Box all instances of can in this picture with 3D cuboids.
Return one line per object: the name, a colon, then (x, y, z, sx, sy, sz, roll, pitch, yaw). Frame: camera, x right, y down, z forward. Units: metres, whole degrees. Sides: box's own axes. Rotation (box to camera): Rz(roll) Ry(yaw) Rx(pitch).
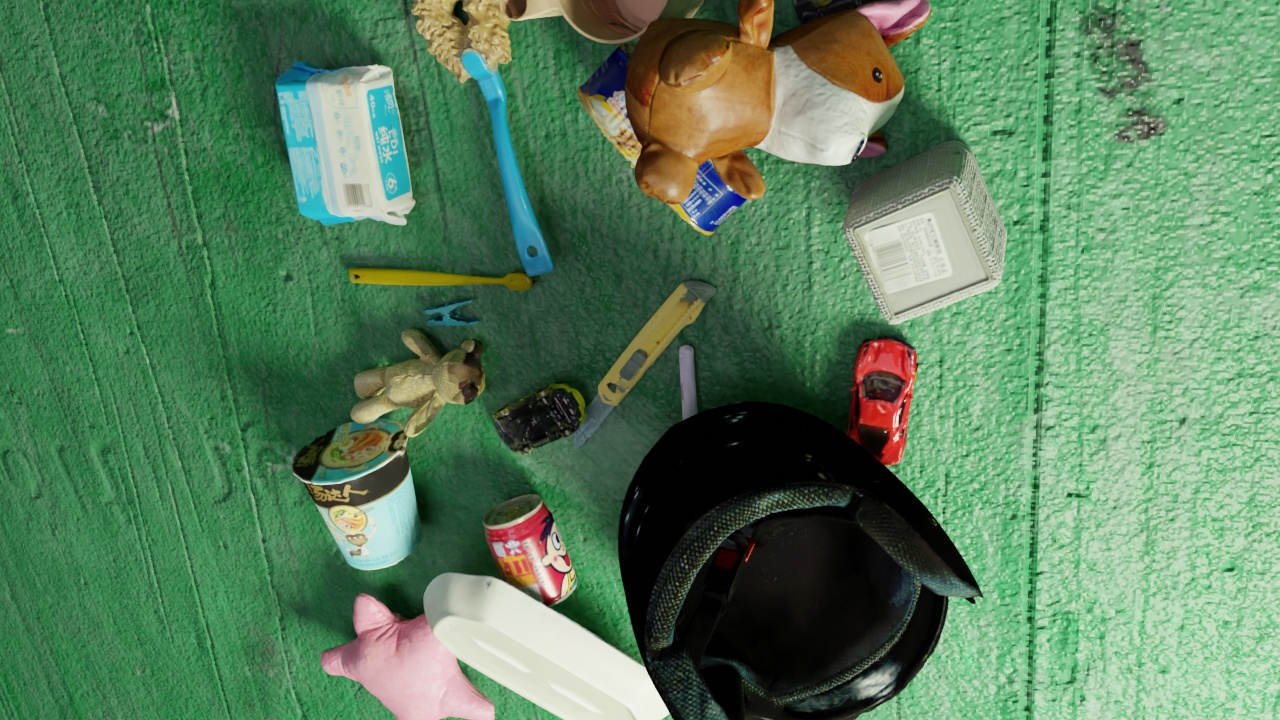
can: (0.020, -0.164, 0.682, 0.049, 0.074, 0.148, -41, 93, 25)
can: (-0.106, 0.182, 0.872, 0.067, 0.066, 0.094, -13, 106, 24)

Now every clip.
clip: (-0.173, -0.042, 0.837, 0.056, 0.014, 0.040, -6, 108, 23)

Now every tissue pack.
tissue pack: (-0.248, -0.183, 0.780, 0.090, 0.063, 0.140, 3, 113, 18)

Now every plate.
plate: (-0.094, 0.292, 0.882, 0.265, 0.034, 0.162, 34, 138, -10)

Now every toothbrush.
toothbrush: (-0.181, -0.075, 0.827, 0.190, 0.016, 0.016, 4, 113, 21)
toothbrush: (0.042, 0.076, 0.802, 0.021, 0.029, 0.189, -10, 111, -19)

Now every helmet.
helmet: (0.107, 0.162, 0.697, 0.233, 0.230, 0.275, -37, 128, 7)

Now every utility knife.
utility knife: (-0.005, 0.005, 0.796, 0.031, 0.021, 0.208, 43, 123, 7)

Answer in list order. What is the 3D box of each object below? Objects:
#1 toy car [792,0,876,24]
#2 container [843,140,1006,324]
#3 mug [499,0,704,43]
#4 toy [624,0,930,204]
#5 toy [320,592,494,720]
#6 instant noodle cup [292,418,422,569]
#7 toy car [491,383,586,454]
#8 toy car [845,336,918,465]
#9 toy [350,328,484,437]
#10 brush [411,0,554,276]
toy car: (0.150, -0.250, 0.616, 0.091, 0.042, 0.035, -9, 68, 26)
container: (0.194, -0.086, 0.625, 0.090, 0.114, 0.090, -23, 102, 26)
mug: (-0.021, -0.262, 0.640, 0.125, 0.103, 0.084, -8, 108, 23)
toy: (0.093, -0.172, 0.599, 0.130, 0.199, 0.140, 62, 151, 33)
toy: (-0.236, 0.326, 0.976, 0.194, 0.074, 0.179, 39, 115, -1)
instant noodle cup: (-0.265, 0.136, 0.897, 0.111, 0.111, 0.120, 0, 118, 20)
toy car: (-0.091, 0.051, 0.835, 0.105, 0.032, 0.048, -25, 101, 38)
toy car: (0.189, 0.033, 0.723, 0.049, 0.031, 0.106, 9, 112, 16)
toy: (-0.211, 0.025, 0.857, 0.158, 0.066, 0.105, -13, 64, 28)
brush: (-0.116, -0.191, 0.732, 0.083, 0.045, 0.255, -12, 100, 20)
